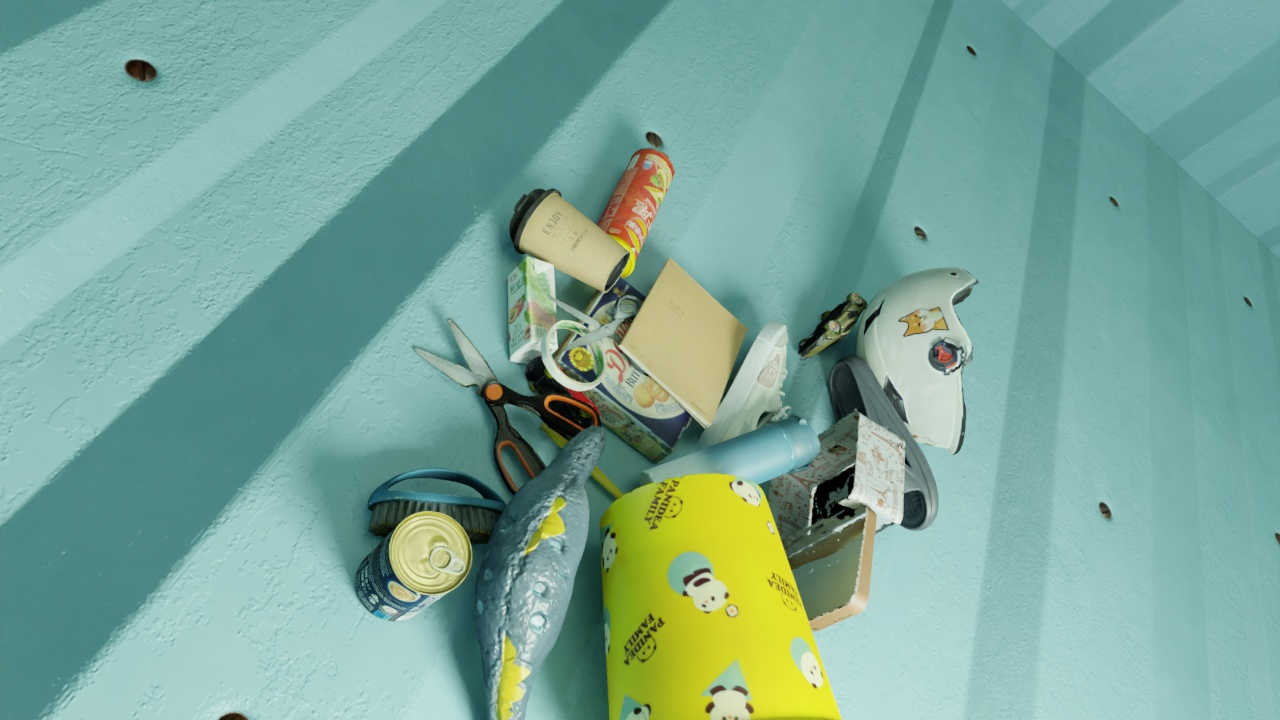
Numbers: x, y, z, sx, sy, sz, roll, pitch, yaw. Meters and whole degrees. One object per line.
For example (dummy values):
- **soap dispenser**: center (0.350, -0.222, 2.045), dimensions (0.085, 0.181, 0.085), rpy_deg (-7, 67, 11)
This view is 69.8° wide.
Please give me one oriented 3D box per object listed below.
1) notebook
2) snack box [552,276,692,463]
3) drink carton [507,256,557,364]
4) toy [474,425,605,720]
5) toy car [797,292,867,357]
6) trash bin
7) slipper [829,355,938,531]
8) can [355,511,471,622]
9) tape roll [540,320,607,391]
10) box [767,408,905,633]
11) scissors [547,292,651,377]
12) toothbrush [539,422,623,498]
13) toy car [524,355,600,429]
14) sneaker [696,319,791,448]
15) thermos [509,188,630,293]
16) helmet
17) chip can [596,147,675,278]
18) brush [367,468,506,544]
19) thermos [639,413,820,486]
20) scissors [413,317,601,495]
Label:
- **notebook**: center (0.059, -0.029, 1.171), dimensions (0.149, 0.012, 0.210), rpy_deg (42, 39, -12)
- **snack box**: center (-0.007, 0.007, 1.148), dimensions (0.182, 0.046, 0.177), rpy_deg (38, 47, -10)
- **drink carton**: center (-0.128, -0.059, 1.099), dimensions (0.045, 0.054, 0.122), rpy_deg (15, 55, -32)
- **toy**: center (-0.099, 0.199, 0.892), dimensions (0.091, 0.138, 0.355), rpy_deg (5, 57, 17)
- **toy car**: center (0.287, -0.049, 1.374), dimensions (0.042, 0.070, 0.157), rpy_deg (49, 49, 0)
- **trash bin**: center (0.064, 0.267, 0.919), dimensions (0.229, 0.230, 0.254), rpy_deg (11, 51, -29)
- **slipper**: center (0.313, 0.118, 1.272), dimensions (0.083, 0.111, 0.268), rpy_deg (-11, 63, -21)
- **can**: center (-0.211, 0.191, 0.842), dimensions (0.075, 0.111, 0.075), rpy_deg (17, 56, -26)
- **tape roll**: center (-0.076, -0.006, 1.057), dimensions (0.085, 0.014, 0.085), rpy_deg (23, 51, -31)
- **box**: center (0.220, 0.209, 1.088), dimensions (0.082, 0.178, 0.259), rpy_deg (30, 47, -15)
- **scissors**: center (-0.037, -0.039, 1.097), dimensions (0.181, 0.014, 0.159), rpy_deg (38, 40, -21)
- **toothbrush**: center (-0.045, 0.139, 1.057), dimensions (0.190, 0.017, 0.015), rpy_deg (44, 48, -1)
- **toy car**: center (-0.091, 0.038, 1.065), dimensions (0.106, 0.049, 0.031), rpy_deg (48, 45, 0)
- **sneaker**: center (0.163, 0.041, 1.210), dimensions (0.091, 0.090, 0.241), rpy_deg (30, 51, 4)
- **thermos**: center (-0.088, -0.147, 1.139), dimensions (0.143, 0.093, 0.092), rpy_deg (33, 46, 8)
- **helmet**: center (0.395, -0.006, 1.345), dimensions (0.157, 0.230, 0.273), rpy_deg (6, 73, 12)
- **chip can**: center (-0.013, -0.206, 1.261), dimensions (0.073, 0.073, 0.216), rpy_deg (33, 48, -14)
- **brush**: center (-0.200, 0.144, 0.917), dimensions (0.143, 0.055, 0.073), rpy_deg (12, 59, -29)
- **thermos**: center (0.110, 0.127, 1.087), dimensions (0.220, 0.070, 0.070), rpy_deg (-18, 72, -17)
- **scissors**: center (-0.142, 0.046, 1.022), dimensions (0.204, 0.022, 0.224), rpy_deg (-12, 77, -13)
